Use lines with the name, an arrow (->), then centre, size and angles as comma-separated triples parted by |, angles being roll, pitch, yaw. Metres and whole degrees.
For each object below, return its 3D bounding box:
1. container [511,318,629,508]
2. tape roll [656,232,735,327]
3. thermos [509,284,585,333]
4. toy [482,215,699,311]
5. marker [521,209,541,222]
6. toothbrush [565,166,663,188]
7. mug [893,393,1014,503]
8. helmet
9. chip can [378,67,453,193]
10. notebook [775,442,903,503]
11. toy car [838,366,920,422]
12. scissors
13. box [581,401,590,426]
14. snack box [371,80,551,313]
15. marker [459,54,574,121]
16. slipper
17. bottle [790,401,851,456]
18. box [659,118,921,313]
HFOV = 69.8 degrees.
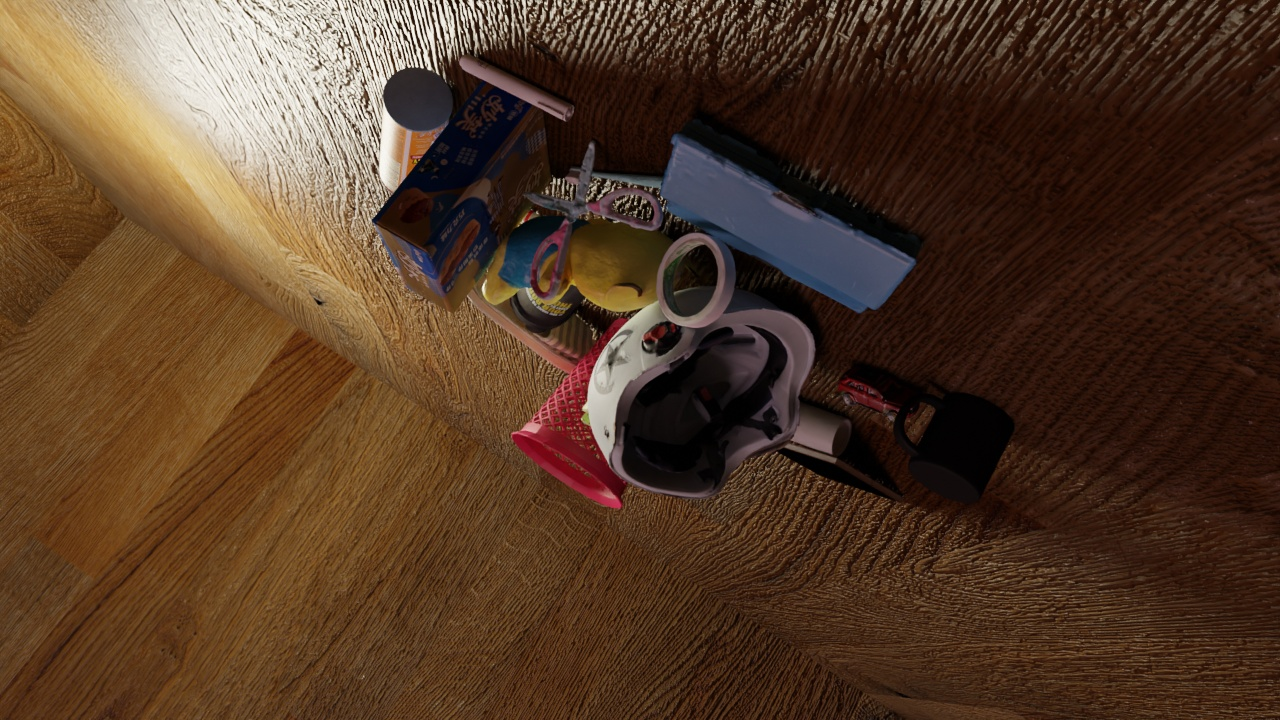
container -> -0.045, 0.065, 1.313 | 0.183, 0.225, 0.183 | 30, 162, 11
tape roll -> 0.054, -0.079, 0.907 | 0.018, 0.094, 0.094 | 9, -178, -42
thermos -> -0.108, -0.105, 1.213 | 0.098, 0.098, 0.221 | 37, 158, -11
toy -> -0.055, -0.111, 1.009 | 0.214, 0.148, 0.084 | 12, 131, 24
marker -> -0.178, -0.206, 1.175 | 0.145, 0.019, 0.019 | 33, 162, 3
toothbrush -> -0.013, -0.187, 0.952 | 0.181, 0.016, 0.016 | 15, 152, 41
mug -> 0.319, 0.082, 0.958 | 0.113, 0.087, 0.078 | 34, 162, 0
helmet -> 0.058, 0.015, 1.041 | 0.236, 0.264, 0.163 | 28, -160, -42
chip can -> -0.272, -0.265, 1.095 | 0.075, 0.075, 0.215 | 36, 162, -8
notebook -> 0.260, 0.149, 1.272 | 0.141, 0.008, 0.209 | 15, 170, 44
toy car -> 0.263, 0.036, 1.010 | 0.091, 0.042, 0.036 | 27, 143, 33
scissors -> -0.058, -0.139, 0.935 | 0.173, 0.170, 0.013 | 18, -177, 30
box -> 0.003, 0.010, 1.156 | 0.077, 0.187, 0.091 | 34, 161, 2
snack box -> -0.180, -0.172, 0.971 | 0.069, 0.202, 0.155 | 30, 162, 9
marker -> -0.126, -0.273, 0.914 | 0.133, 0.020, 0.017 | 29, 140, 13
slipper -> -0.147, -0.058, 1.365 | 0.272, 0.114, 0.054 | 32, 123, -33
bottle -> 0.181, 0.071, 1.222 | 0.195, 0.052, 0.052 | 20, 158, 35
box -> 0.124, -0.114, 0.848 | 0.231, 0.047, 0.177 | 28, 163, 6
